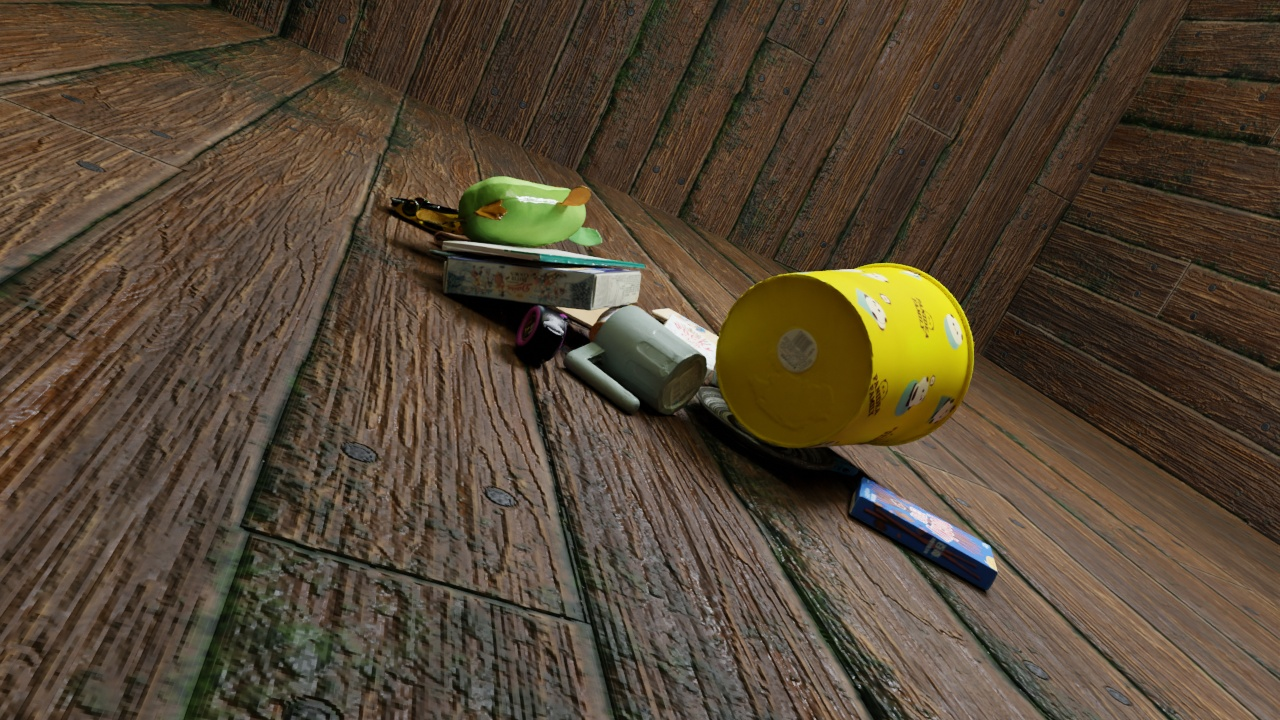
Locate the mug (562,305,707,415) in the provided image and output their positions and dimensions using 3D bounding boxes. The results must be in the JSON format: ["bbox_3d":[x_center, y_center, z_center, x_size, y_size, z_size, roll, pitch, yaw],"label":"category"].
[{"bbox_3d":[-0.004,0.007,0.993,0.103,0.084,0.123,36,44,30],"label":"mug"}]

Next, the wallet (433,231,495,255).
[{"bbox_3d":[-0.206,-0.149,1.245,0.115,0.020,0.101,19,8,33],"label":"wallet"}]

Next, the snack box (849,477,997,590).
[{"bbox_3d":[0.300,0.182,0.979,0.157,0.026,0.084,29,14,11],"label":"snack box"}]

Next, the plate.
[{"bbox_3d":[0.141,0.084,1.061,0.179,0.024,0.179,24,12,-6],"label":"plate"}]

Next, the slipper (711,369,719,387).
[{"bbox_3d":[0.156,0.002,1.234,0.074,0.104,0.245,35,8,10],"label":"slipper"}]

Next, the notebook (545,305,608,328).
[{"bbox_3d":[-0.049,-0.056,1.259,0.207,0.008,0.147,26,14,1],"label":"notebook"}]

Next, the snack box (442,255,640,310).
[{"bbox_3d":[-0.111,-0.094,1.092,0.183,0.046,0.177,7,9,16],"label":"snack box"}]

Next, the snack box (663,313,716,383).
[{"bbox_3d":[0.063,-0.019,1.260,0.084,0.027,0.156,36,15,-1],"label":"snack box"}]

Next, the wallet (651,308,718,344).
[{"bbox_3d":[0.075,-0.047,1.421,0.115,0.024,0.087,33,10,20],"label":"wallet"}]

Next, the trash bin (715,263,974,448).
[{"bbox_3d":[0.228,-0.003,1.051,0.230,0.230,0.254,35,21,30],"label":"trash bin"}]

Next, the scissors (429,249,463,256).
[{"bbox_3d":[-0.221,-0.133,1.223,0.133,0.017,0.057,10,20,-38],"label":"scissors"}]

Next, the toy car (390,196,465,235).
[{"bbox_3d":[-0.280,-0.204,1.306,0.156,0.041,0.071,14,12,-1],"label":"toy car"}]

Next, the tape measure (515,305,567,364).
[{"bbox_3d":[-0.102,-0.027,0.955,0.039,0.057,0.057,25,28,-27],"label":"tape measure"}]

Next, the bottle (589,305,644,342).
[{"bbox_3d":[-0.027,-0.034,1.104,0.063,0.063,0.108,30,15,13],"label":"bottle"}]

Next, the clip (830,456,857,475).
[{"bbox_3d":[0.236,0.125,1.100,0.056,0.014,0.043,19,16,-33],"label":"clip"}]

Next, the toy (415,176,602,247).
[{"bbox_3d":[-0.160,-0.191,1.193,0.227,0.090,0.246,-5,2,36],"label":"toy"}]

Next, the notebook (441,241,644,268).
[{"bbox_3d":[-0.112,-0.126,1.111,0.150,0.012,0.208,12,9,33],"label":"notebook"}]
